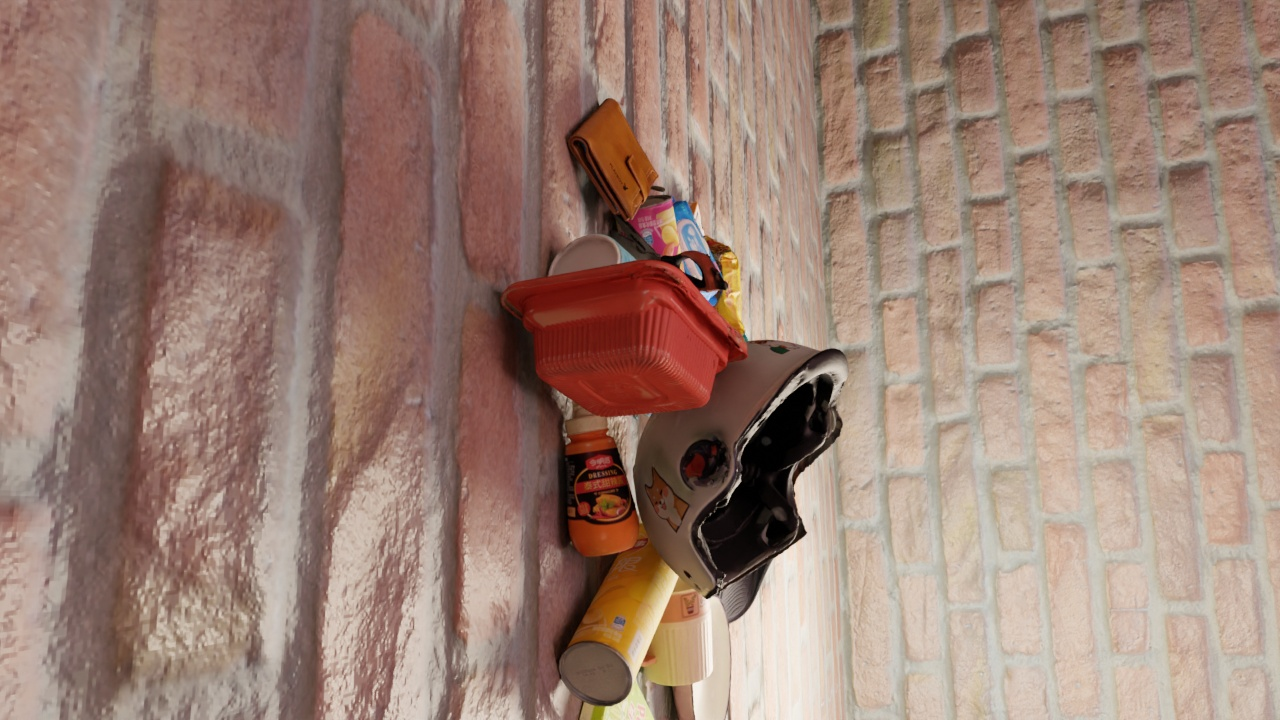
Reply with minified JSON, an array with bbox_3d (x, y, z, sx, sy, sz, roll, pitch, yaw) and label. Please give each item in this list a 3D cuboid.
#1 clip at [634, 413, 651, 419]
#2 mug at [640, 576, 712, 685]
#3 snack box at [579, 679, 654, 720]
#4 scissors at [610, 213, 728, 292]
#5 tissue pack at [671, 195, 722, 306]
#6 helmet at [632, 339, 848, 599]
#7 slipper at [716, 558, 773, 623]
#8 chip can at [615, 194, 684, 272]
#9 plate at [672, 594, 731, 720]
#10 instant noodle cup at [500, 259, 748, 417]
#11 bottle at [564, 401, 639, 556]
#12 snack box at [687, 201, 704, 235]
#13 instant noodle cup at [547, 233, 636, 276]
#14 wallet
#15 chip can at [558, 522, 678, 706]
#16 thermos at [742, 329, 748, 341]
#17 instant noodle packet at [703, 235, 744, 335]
[{"bbox_3d":[-0.005,0.051,1.051,0.058,0.042,0.026,35,54,-64],"label":"clip"},{"bbox_3d":[0.028,0.299,1.016,0.114,0.082,0.106,-9,96,-45],"label":"mug"},{"bbox_3d":[-0.020,0.366,0.920,0.085,0.026,0.156,-73,153,-46],"label":"snack box"},{"bbox_3d":[0.027,-0.098,0.946,0.206,0.015,0.201,-28,-99,64],"label":"scissors"},{"bbox_3d":[0.052,-0.124,1.137,0.094,0.052,0.157,-41,109,-54],"label":"tissue pack"},{"bbox_3d":[0.084,0.089,0.913,0.229,0.157,0.274,-17,126,-51],"label":"helmet"},{"bbox_3d":[0.144,0.260,1.240,0.110,0.083,0.269,-14,121,-31],"label":"slipper"},{"bbox_3d":[0.021,-0.083,1.072,0.071,0.071,0.211,-56,138,-62],"label":"chip can"},{"bbox_3d":[0.077,0.400,1.183,0.192,0.039,0.192,-3,90,-71],"label":"plate"},{"bbox_3d":[-0.012,-0.010,0.774,0.189,0.165,0.079,41,48,-52],"label":"instant noodle cup"},{"bbox_3d":[-0.043,0.105,0.860,0.066,0.067,0.149,4,75,-72],"label":"bottle"},{"bbox_3d":[0.066,-0.152,1.297,0.153,0.026,0.075,-73,153,-46],"label":"snack box"},{"bbox_3d":[-0.028,-0.056,0.878,0.120,0.111,0.111,45,43,-52],"label":"instant noodle cup"},{"bbox_3d":[-0.024,-0.211,0.991,0.119,0.035,0.130,54,29,-19],"label":"wallet"},{"bbox_3d":[-0.010,0.241,0.901,0.212,0.072,0.072,-53,136,-64],"label":"chip can"},{"bbox_3d":[0.114,-0.001,1.353,0.223,0.073,0.073,-35,119,-70],"label":"thermos"},{"bbox_3d":[0.101,-0.097,1.231,0.111,0.044,0.128,-133,-150,-63],"label":"instant noodle packet"}]
